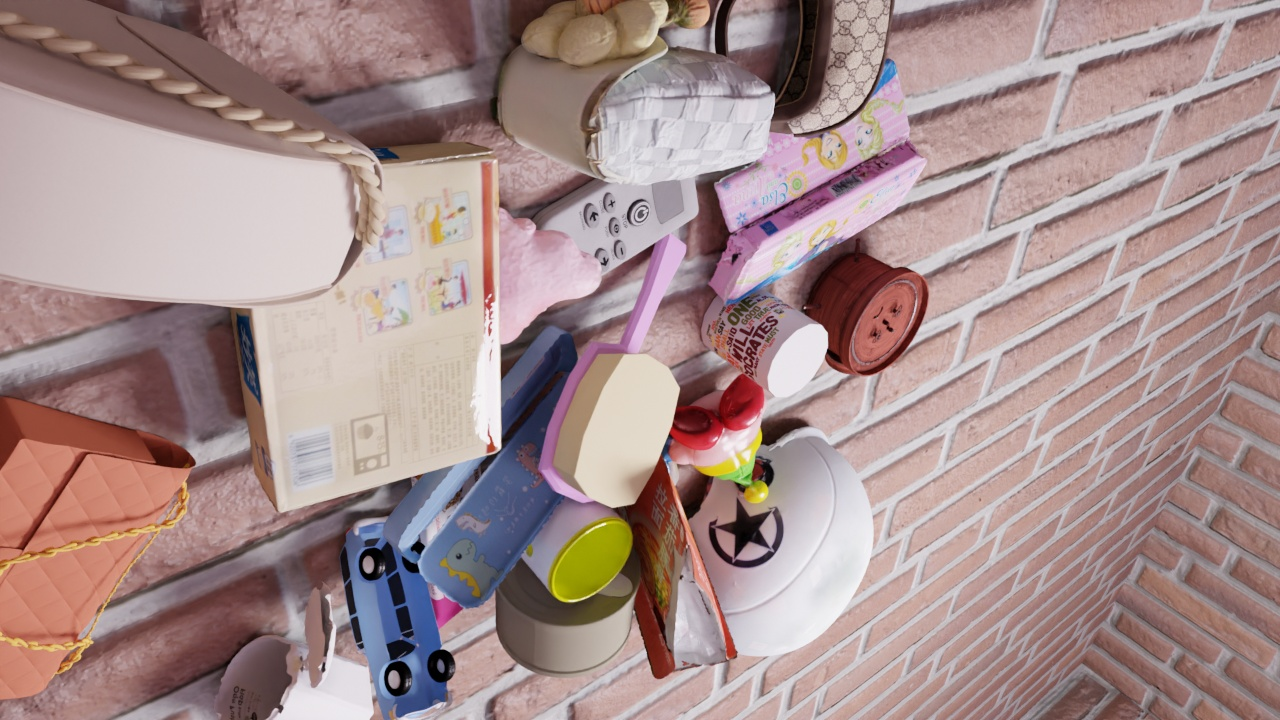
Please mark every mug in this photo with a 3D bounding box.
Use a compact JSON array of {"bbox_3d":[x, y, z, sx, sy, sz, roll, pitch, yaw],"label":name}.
[{"bbox_3d":[-0.070,0.138,0.772,0.082,0.106,0.083,-25,134,-29],"label":"mug"},{"bbox_3d":[0.123,-0.021,0.850,0.105,0.089,0.074,1,118,-45],"label":"mug"}]

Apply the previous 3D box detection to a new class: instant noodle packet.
[{"bbox_3d":[0.025,0.150,0.820,0.084,0.164,0.221,-12,132,-8],"label":"instant noodle packet"}]

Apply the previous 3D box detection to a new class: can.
[{"bbox_3d":[-0.066,0.207,0.813,0.127,0.128,0.073,-21,134,-33],"label":"can"}]

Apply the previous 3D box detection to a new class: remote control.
[{"bbox_3d":[-0.018,-0.108,0.701,0.150,0.019,0.074,-34,138,-20],"label":"remote control"}]

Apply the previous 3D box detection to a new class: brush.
[{"bbox_3d":[-0.004,0.004,0.725,0.089,0.043,0.228,31,76,-42],"label":"brush"}]

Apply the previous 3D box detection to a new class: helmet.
[{"bbox_3d":[0.164,0.212,1.015,0.263,0.164,0.237,-44,142,-11],"label":"helmet"}]

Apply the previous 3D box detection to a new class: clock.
[{"bbox_3d":[0.236,-0.045,0.956,0.120,0.072,0.157,-51,140,-1],"label":"clock"}]

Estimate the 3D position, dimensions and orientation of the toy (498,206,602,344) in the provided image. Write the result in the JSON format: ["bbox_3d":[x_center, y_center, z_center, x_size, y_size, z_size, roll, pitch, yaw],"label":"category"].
[{"bbox_3d":[-0.089,-0.061,0.640,0.102,0.050,0.093,-34,118,16],"label":"toy"}]

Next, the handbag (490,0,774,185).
[{"bbox_3d":[0.005,-0.181,0.598,0.171,0.112,0.123,-14,121,-37],"label":"handbag"}]

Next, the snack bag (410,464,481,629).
[{"bbox_3d":[-0.152,0.141,0.756,0.070,0.016,0.197,-37,142,-42],"label":"snack bag"}]

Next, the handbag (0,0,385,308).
[{"bbox_3d":[-0.222,-0.101,0.355,0.208,0.211,0.103,3,116,-54],"label":"handbag"}]

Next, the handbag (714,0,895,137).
[{"bbox_3d":[0.121,-0.255,0.695,0.138,0.063,0.167,-17,128,-24],"label":"handbag"}]

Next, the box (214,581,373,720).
[{"bbox_3d":[-0.240,0.234,0.687,0.144,0.083,0.136,-28,141,13],"label":"box"}]

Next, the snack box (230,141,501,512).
[{"bbox_3d":[-0.166,-0.025,0.567,0.153,0.055,0.208,-14,119,-33],"label":"snack box"}]

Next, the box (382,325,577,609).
[{"bbox_3d":[-0.104,0.079,0.709,0.209,0.049,0.120,-52,130,-21],"label":"box"}]

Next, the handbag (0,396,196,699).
[{"bbox_3d":[-0.348,0.118,0.527,0.172,0.060,0.108,-55,145,4],"label":"handbag"}]

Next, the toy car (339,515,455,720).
[{"bbox_3d":[-0.186,0.194,0.689,0.055,0.153,0.056,-27,163,30],"label":"toy car"}]

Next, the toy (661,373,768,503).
[{"bbox_3d":[0.079,0.088,0.895,0.124,0.096,0.131,-31,152,-6],"label":"toy"}]

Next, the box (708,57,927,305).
[{"bbox_3d":[0.161,-0.153,0.809,0.230,0.066,0.159,-30,136,-24],"label":"box"}]
